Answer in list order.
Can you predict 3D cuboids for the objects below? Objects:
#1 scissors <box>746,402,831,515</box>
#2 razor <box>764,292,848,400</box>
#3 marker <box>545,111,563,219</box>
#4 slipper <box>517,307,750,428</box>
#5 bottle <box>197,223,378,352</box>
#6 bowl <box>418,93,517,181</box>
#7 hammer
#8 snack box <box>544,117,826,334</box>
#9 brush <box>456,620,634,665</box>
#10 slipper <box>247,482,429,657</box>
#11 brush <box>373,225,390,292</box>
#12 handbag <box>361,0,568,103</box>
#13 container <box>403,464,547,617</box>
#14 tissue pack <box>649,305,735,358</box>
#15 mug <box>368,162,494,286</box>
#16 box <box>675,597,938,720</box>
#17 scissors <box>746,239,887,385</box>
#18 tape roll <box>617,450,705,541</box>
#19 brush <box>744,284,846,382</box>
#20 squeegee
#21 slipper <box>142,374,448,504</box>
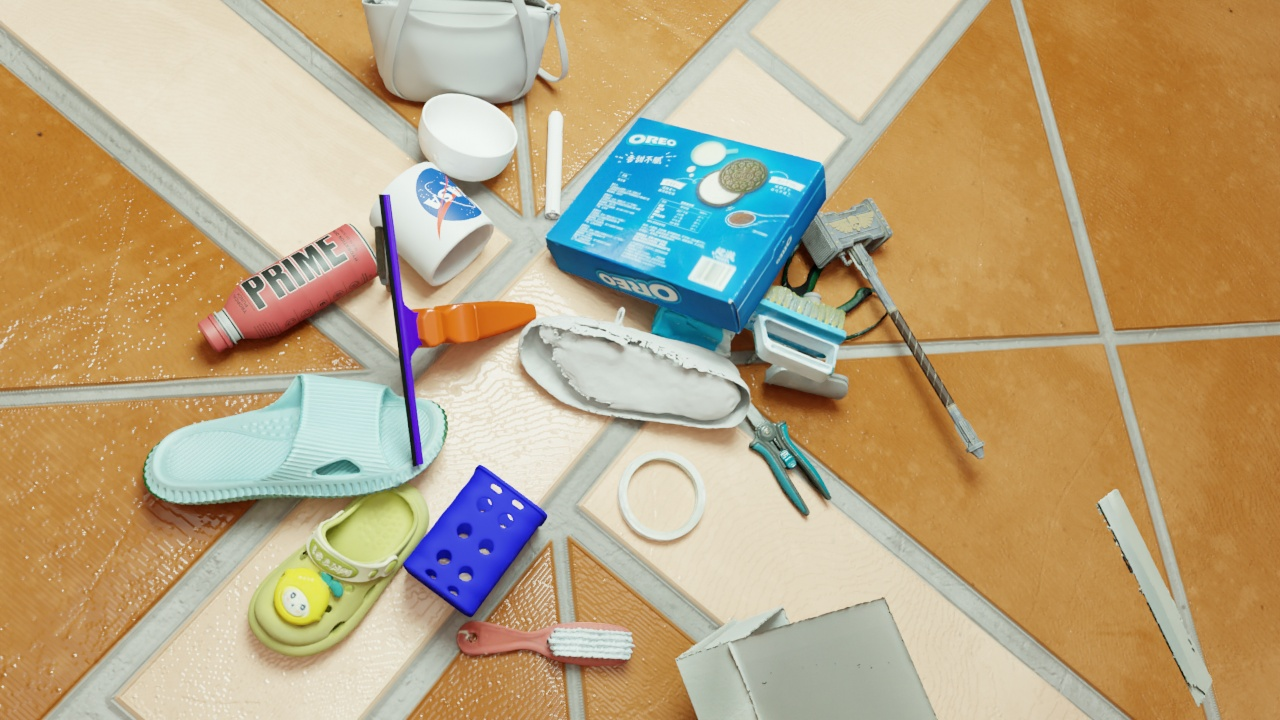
[{"bbox_3d":[0.157,0.098,0.993,0.139,0.019,0.128,12,77,-1],"label":"scissors"},{"bbox_3d":[0.187,-0.021,1.015,0.088,0.047,0.116,13,67,-12],"label":"razor"},{"bbox_3d":[-0.097,-0.224,1.038,0.017,0.020,0.133,3,72,-8],"label":"marker"},{"bbox_3d":[-0.006,0.005,0.960,0.246,0.074,0.112,14,102,-6],"label":"slipper"},{"bbox_3d":[-0.349,-0.068,0.910,0.176,0.062,0.062,-35,83,-20],"label":"bottle"},{"bbox_3d":[-0.189,-0.235,0.993,0.105,0.054,0.104,14,46,-16],"label":"bowl"},{"bbox_3d":[0.298,-0.033,1.033,0.098,0.044,0.322,-19,74,-31],"label":"hammer"},{"bbox_3d":[0.047,-0.152,0.971,0.239,0.056,0.195,22,65,29],"label":"snack box"},{"bbox_3d":[-0.089,0.270,0.880,0.172,0.030,0.041,6,71,-10],"label":"brush"},{"bbox_3d":[-0.270,0.186,0.840,0.091,0.082,0.190,43,66,0],"label":"slipper"},{"bbox_3d":[-0.249,-0.089,0.896,0.008,0.143,0.045,-4,82,-12],"label":"brush"},{"bbox_3d":[-0.176,-0.358,0.954,0.215,0.223,0.095,-2,74,-14],"label":"handbag"},{"bbox_3d":[-0.157,0.172,0.866,0.084,0.085,0.113,36,70,1],"label":"container"},{"bbox_3d":[0.071,-0.076,1.007,0.093,0.062,0.144,19,70,-7],"label":"tissue pack"},{"bbox_3d":[-0.208,-0.146,0.960,0.090,0.091,0.121,45,34,3],"label":"mug"},{"bbox_3d":[0.140,0.278,0.676,0.148,0.507,0.166,-20,79,-14],"label":"box"},{"bbox_3d":[0.210,-0.039,1.053,0.154,0.015,0.209,28,70,-5],"label":"scissors"},{"bbox_3d":[0.022,0.140,0.954,0.093,0.013,0.093,4,72,-11],"label":"tape roll"},{"bbox_3d":[0.141,-0.035,0.952,0.136,0.055,0.075,22,61,-6],"label":"brush"},{"bbox_3d":[-0.175,-0.038,0.912,0.184,0.055,0.249,-13,100,-49],"label":"squeegee"},{"bbox_3d":[-0.320,0.074,0.856,0.276,0.070,0.115,-6,52,-12],"label":"slipper"}]
